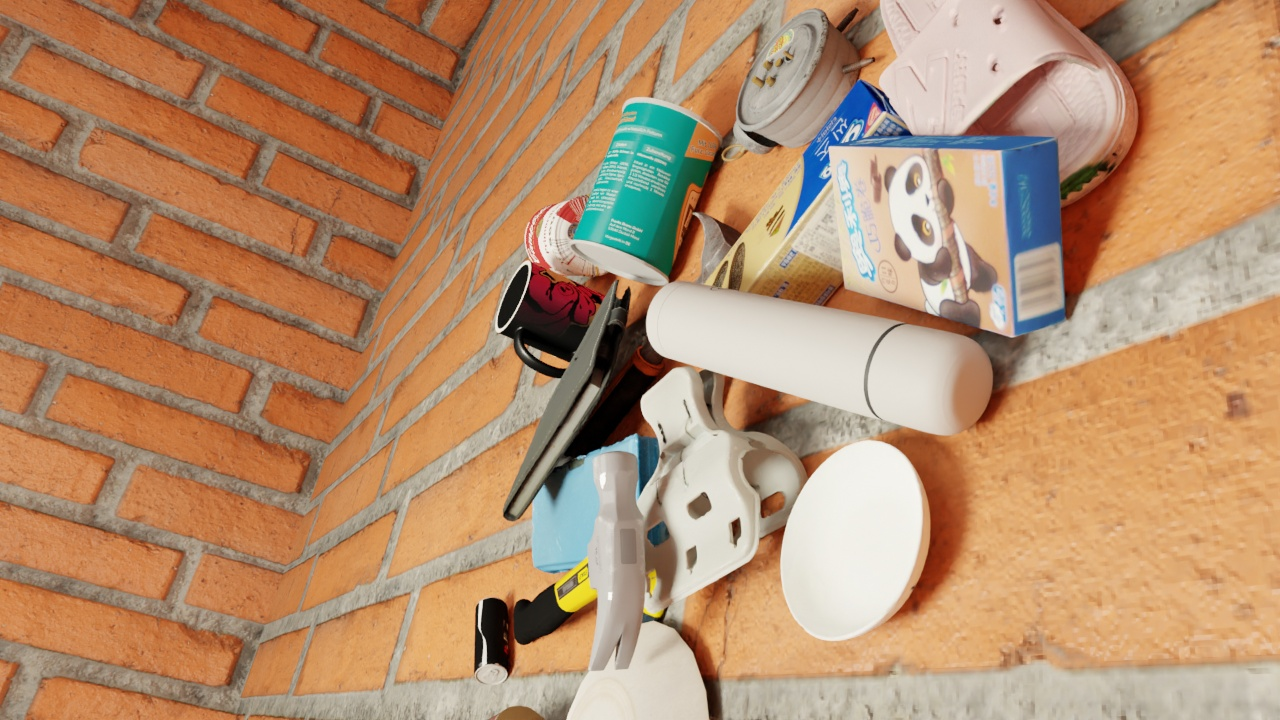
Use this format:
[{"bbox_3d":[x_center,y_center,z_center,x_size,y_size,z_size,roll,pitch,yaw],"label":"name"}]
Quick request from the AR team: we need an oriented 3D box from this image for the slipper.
[{"bbox_3d":[0.178,-0.173,0.507,0.094,0.064,0.239,-49,37,37],"label":"slipper"}]

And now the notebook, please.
[{"bbox_3d":[-0.059,0.026,0.816,0.170,0.029,0.208,-57,11,23],"label":"notebook"}]

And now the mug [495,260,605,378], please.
[{"bbox_3d":[-0.092,-0.034,0.957,0.082,0.098,0.117,-44,32,44],"label":"mug"}]

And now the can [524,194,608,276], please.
[{"bbox_3d":[-0.073,-0.138,1.030,0.116,0.086,0.086,12,80,68],"label":"can"}]

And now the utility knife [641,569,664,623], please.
[{"bbox_3d":[0.034,0.087,0.668,0.030,0.019,0.217,-2,72,59],"label":"utility knife"}]

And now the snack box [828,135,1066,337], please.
[{"bbox_3d":[0.153,-0.070,0.477,0.151,0.034,0.087,-144,41,-67],"label":"snack box"}]

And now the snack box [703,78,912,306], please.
[{"bbox_3d":[0.110,-0.081,0.610,0.207,0.056,0.057,-53,25,29],"label":"snack box"}]

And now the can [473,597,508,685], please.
[{"bbox_3d":[-0.141,0.265,0.869,0.032,0.031,0.080,-55,25,25],"label":"can"}]

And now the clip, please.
[{"bbox_3d":[0.049,0.080,0.594,0.127,0.099,0.152,-41,35,44],"label":"clip"}]

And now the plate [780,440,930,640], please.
[{"bbox_3d":[0.115,0.094,0.472,0.105,0.026,0.104,-47,30,38],"label":"plate"}]

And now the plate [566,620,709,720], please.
[{"bbox_3d":[-0.018,0.262,0.592,0.189,0.027,0.188,-46,33,42],"label":"plate"}]

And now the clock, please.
[{"bbox_3d":[0.114,-0.211,0.726,0.148,0.056,0.103,-45,30,37],"label":"clock"}]

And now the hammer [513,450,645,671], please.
[{"bbox_3d":[-0.056,0.177,0.689,0.325,0.029,0.127,127,142,-60],"label":"hammer"}]

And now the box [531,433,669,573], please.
[{"bbox_3d":[-0.029,0.122,0.742,0.232,0.054,0.093,149,122,-61],"label":"box"}]

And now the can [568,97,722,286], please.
[{"bbox_3d":[0.005,-0.155,0.856,0.099,0.099,0.144,8,76,67],"label":"can"}]

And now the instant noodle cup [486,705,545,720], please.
[{"bbox_3d":[-0.118,0.319,0.697,0.113,0.100,0.100,-47,29,25],"label":"instant noodle cup"}]

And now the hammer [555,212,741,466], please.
[{"bbox_3d":[-0.005,0.005,0.813,0.315,0.035,0.137,-52,26,33],"label":"hammer"}]

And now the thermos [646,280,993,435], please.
[{"bbox_3d":[0.090,-0.006,0.520,0.224,0.052,0.052,17,84,51],"label":"thermos"}]
